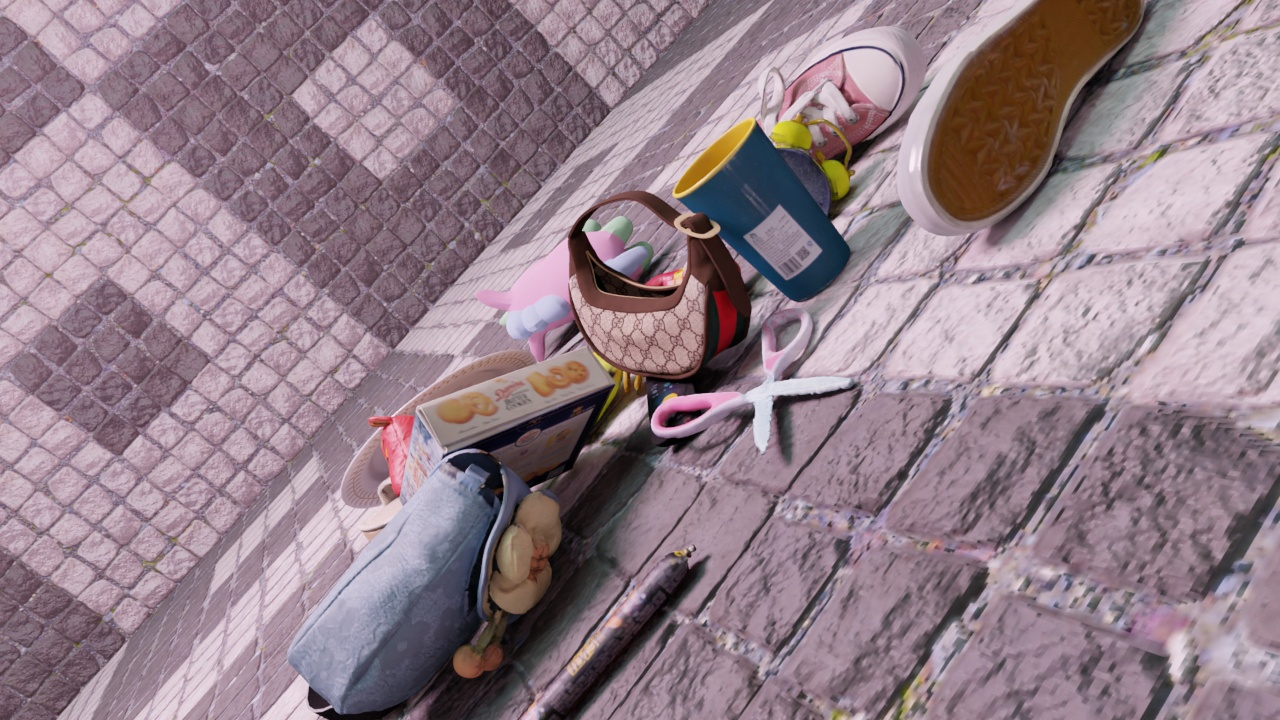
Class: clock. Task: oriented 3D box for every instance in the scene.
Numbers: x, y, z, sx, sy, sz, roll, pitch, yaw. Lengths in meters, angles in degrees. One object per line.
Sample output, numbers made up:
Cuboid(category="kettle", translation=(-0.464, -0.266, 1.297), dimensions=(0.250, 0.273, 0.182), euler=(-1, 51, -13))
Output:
Cuboid(category="clock", translation=(0.123, -0.146, 0.760), dimensions=(0.119, 0.083, 0.057), euler=(-44, 10, 14))

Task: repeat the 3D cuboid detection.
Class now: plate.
Cuboid(category="plate", translation=(-0.208, 0.068, 0.955), dimensions=(0.242, 0.016, 0.243), euler=(-38, -15, -13))

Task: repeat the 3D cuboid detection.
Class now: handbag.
Cuboid(category="handbag", translation=(-0.131, 0.156, 0.615), dimensions=(0.191, 0.118, 0.122), euler=(-50, -18, -14))
Cuboid(category="handbag", translation=(0.009, -0.058, 0.689), dimensions=(0.063, 0.138, 0.167), euler=(-36, 27, -33))

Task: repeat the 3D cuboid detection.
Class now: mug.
Cuboid(category="mug", translation=(0.092, -0.104, 0.665), dimensions=(0.078, 0.121, 0.078), euler=(-41, 17, 15))

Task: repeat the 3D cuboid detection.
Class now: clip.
Cuboid(category="clip", translation=(-0.003, 0.004, 0.795), dimensions=(0.045, 0.048, 0.054), euler=(-31, -22, -6))

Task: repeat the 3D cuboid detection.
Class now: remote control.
Cuboid(category="remote control", translation=(0.025, 0.022, 0.711), dimensions=(0.041, 0.020, 0.151), euler=(-29, 21, 12))

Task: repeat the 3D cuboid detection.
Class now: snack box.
Cuboid(category="snack box", translation=(-0.104, 0.063, 0.701), dimensions=(0.144, 0.042, 0.145), euler=(-21, -24, -31))

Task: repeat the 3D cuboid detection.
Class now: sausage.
Cuboid(category="sausage", translation=(-0.022, 0.161, 0.508), dimensions=(0.155, 0.020, 0.020), euler=(-48, 17, -5))

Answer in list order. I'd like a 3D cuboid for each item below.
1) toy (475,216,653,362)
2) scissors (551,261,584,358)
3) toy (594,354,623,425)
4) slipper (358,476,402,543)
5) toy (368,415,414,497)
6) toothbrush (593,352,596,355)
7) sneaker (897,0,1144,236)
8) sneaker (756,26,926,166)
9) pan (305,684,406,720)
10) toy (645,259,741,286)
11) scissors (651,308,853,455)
Cuboid(category="toy", translation=(-0.082, -0.088, 1.086), dimensions=(0.170, 0.120, 0.222), euler=(-50, 25, -18))
Cuboid(category="scissors", translation=(-0.050, -0.052, 0.969), dimensions=(0.141, 0.014, 0.174), euler=(-27, 49, -3))
Cuboid(category="toy", translation=(-0.053, 0.029, 0.841), dimensions=(0.092, 0.043, 0.118), euler=(-56, 13, 1))
Cuboid(category="slipper", translation=(-0.160, 0.079, 0.893), dimensions=(0.271, 0.054, 0.115), euler=(-38, 18, -33))
Cuboid(category="toy", translation=(-0.164, 0.065, 0.794), dimensions=(0.132, 0.094, 0.088), euler=(-26, -35, -24))
Cuboid(category="toothbrush", translation=(-0.021, -0.015, 0.892), dimensions=(0.136, 0.016, 0.021), euler=(-31, 27, 25))
Cuboid(category="sneaker", translation=(0.221, -0.165, 0.572), dimensions=(0.235, 0.087, 0.079), euler=(-49, 11, -20))
Cuboid(category="sneaker", translation=(0.140, -0.202, 0.816), dimensions=(0.087, 0.118, 0.242), euler=(-34, -2, -45))
Cuboid(category="pan", translation=(-0.212, 0.196, 0.840), dimensions=(0.204, 0.044, 0.355), euler=(-47, 17, -1))
Cuboid(category="toy", translation=(0.033, -0.055, 0.803), dimensions=(0.138, 0.067, 0.105), euler=(-27, 0, 42))
Cuboid(category="scissors", translation=(0.081, 0.009, 0.604), dimensions=(0.171, 0.014, 0.168), euler=(-13, 30, 53))
